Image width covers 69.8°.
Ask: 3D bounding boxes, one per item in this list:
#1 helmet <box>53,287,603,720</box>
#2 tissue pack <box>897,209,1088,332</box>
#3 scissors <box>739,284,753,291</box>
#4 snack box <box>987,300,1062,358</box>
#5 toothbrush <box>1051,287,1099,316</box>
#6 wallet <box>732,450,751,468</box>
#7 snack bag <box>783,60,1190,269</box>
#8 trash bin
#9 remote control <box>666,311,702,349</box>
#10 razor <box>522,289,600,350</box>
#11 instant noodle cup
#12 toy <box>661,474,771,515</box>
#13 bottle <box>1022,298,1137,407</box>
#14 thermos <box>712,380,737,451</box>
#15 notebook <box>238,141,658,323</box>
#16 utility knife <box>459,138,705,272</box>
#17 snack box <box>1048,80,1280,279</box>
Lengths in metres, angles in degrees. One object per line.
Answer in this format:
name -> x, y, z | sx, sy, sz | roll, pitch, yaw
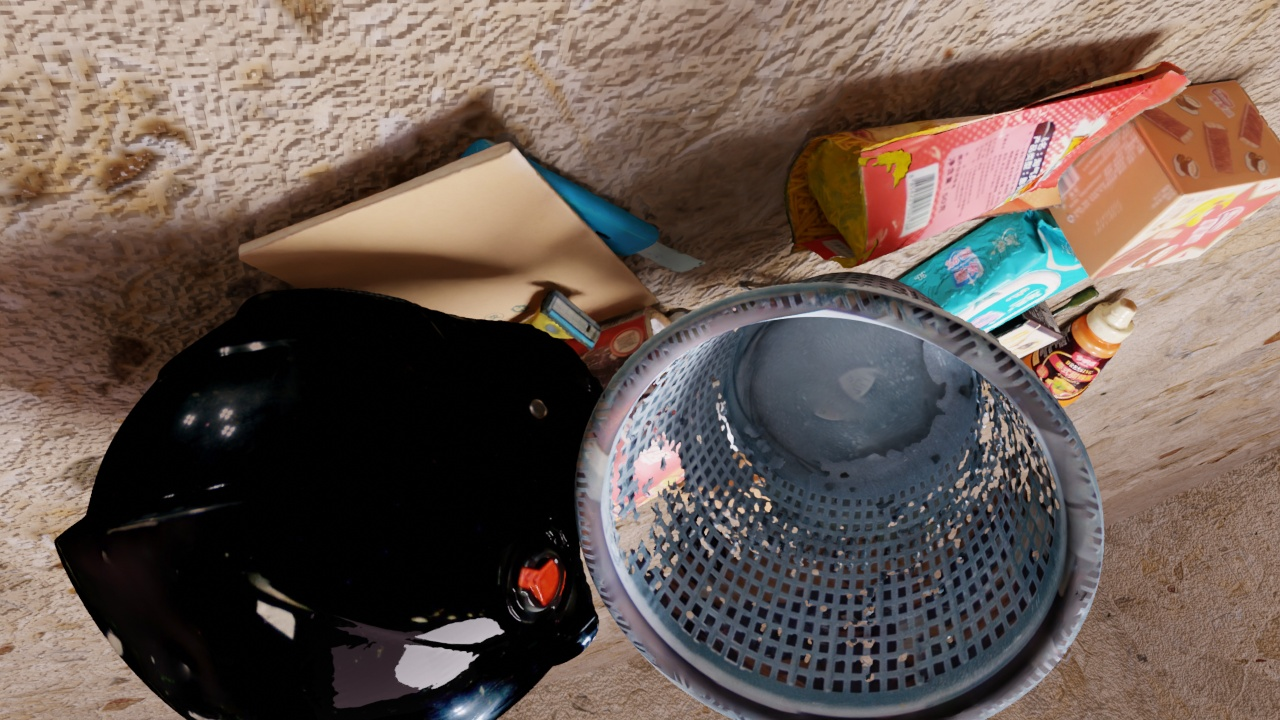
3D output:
helmet -> -0.150, 0.097, 0.487 | 0.234, 0.275, 0.229 | -15, -159, 42
tissue pack -> 0.269, -0.062, 0.694 | 0.093, 0.050, 0.134 | 8, 146, -44
scissors -> 0.159, -0.028, 0.703 | 0.234, 0.161, 0.022 | 21, 104, -10
snack box -> 0.295, -0.018, 0.808 | 0.113, 0.053, 0.125 | -32, 153, 31
toothbrush -> 0.362, -0.020, 0.903 | 0.186, 0.012, 0.017 | -36, 162, 36
wallet -> 0.102, 0.073, 0.835 | 0.101, 0.020, 0.115 | -17, -169, 16
snack bag -> 0.193, -0.110, 0.528 | 0.207, 0.073, 0.129 | -16, 160, -17
trash bin -> 0.102, 0.046, 0.484 | 0.227, 0.226, 0.194 | -28, -171, 23
remote control -> -0.004, 0.004, 0.684 | 0.125, 0.024, 0.049 | -30, 154, 27
razor -> -0.086, -0.003, 0.564 | 0.133, 0.028, 0.043 | -28, 132, 31
instant noodle cup -> -0.016, 0.036, 0.606 | 0.109, 0.137, 0.138 | -27, 155, 15
toy -> 0.122, 0.110, 0.887 | 0.226, 0.082, 0.143 | -17, 165, 26
bottle -> 0.447, -0.011, 0.929 | 0.066, 0.066, 0.150 | -8, 148, -22
thermos -> -0.018, 0.081, 0.795 | 0.220, 0.070, 0.070 | -20, 157, 6
notebook -> -0.089, -0.045, 0.505 | 0.148, 0.008, 0.207 | -17, 160, 14
utility knife -> -0.023, -0.075, 0.503 | 0.034, 0.018, 0.203 | -31, 154, 28
snack box -> 0.336, -0.115, 0.590 | 0.094, 0.077, 0.093 | -11, 156, -15
